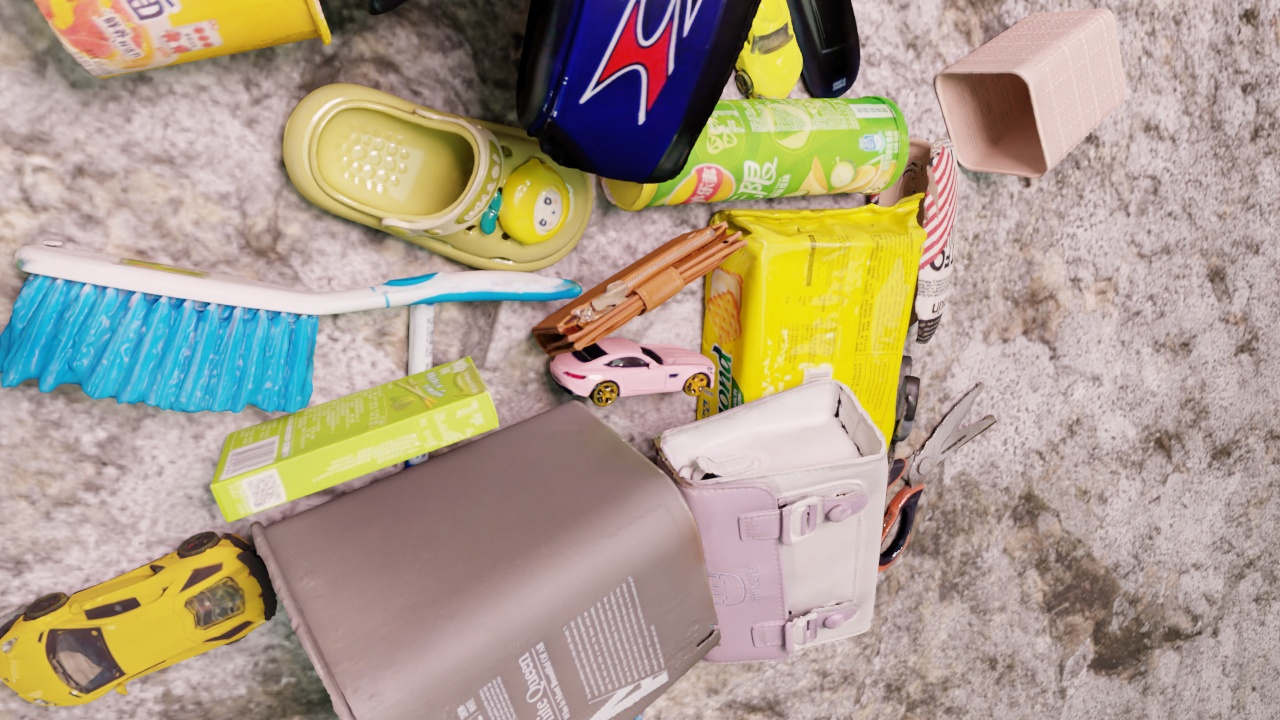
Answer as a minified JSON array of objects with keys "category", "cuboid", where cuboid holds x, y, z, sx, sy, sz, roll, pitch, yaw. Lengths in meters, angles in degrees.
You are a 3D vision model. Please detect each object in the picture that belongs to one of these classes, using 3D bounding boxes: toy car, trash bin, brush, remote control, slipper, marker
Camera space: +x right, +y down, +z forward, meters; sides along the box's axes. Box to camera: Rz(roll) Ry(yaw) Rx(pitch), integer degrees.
[{"category":"toy car","cuboid":[-0.300,0.159,0.552,0.155,0.041,0.071,-20,114,-19]},{"category":"trash bin","cuboid":[-0.085,0.156,0.570,0.219,0.199,0.199,-28,128,-21]},{"category":"brush","cuboid":[-0.188,-0.020,0.533,0.314,0.060,0.109,9,97,-25]},{"category":"remote control","cuboid":[0.126,-0.249,0.646,0.053,0.024,0.136,-33,119,-14]},{"category":"toy car","cuboid":[0.083,-0.227,0.627,0.048,0.032,0.105,-33,121,-15]},{"category":"slipper","cuboid":[-0.110,-0.101,0.541,0.190,0.081,0.092,13,103,-28]},{"category":"toy car","cuboid":[-0.004,0.004,0.647,0.122,0.056,0.037,-4,114,-26]},{"category":"marker","cuboid":[-0.145,0.024,0.601,0.016,0.017,0.146,-3,108,-27]}]

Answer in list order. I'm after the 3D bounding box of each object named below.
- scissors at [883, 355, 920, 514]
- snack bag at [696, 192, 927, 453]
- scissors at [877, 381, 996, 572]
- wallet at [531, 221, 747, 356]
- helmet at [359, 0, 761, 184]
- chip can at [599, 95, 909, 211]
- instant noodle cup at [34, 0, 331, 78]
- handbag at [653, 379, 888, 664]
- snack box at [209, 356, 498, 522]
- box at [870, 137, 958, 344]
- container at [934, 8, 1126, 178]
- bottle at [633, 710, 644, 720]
[{"category":"scissors","cuboid":[0.207,0.073,0.759,0.014,0.159,0.181,11,141,9]},{"category":"snack bag","cuboid":[0.127,-0.003,0.692,0.158,0.068,0.247,-4,112,-16]},{"category":"scissors","cuboid":[0.242,0.112,0.839,0.189,0.015,0.222,7,103,-29]},{"category":"wallet","cuboid":[-0.004,-0.047,0.601,0.131,0.108,0.031,-34,100,-14]},{"category":"helmet","cuboid":[-0.056,-0.259,0.420,0.240,0.247,0.316,12,105,-12]},{"category":"chip can","cuboid":[0.084,-0.145,0.632,0.221,0.072,0.073,-8,111,-25]},{"category":"instant noodle cup","cuboid":[-0.222,-0.200,0.422,0.109,0.138,0.138,-22,116,-12]},{"category":"handbag","cuboid":[0.094,0.125,0.654,0.145,0.098,0.197,-13,128,-5]},{"category":"snack box","cuboid":[-0.166,0.042,0.543,0.156,0.086,0.026,-19,110,-12]},{"category":"box","cuboid":[0.212,-0.097,0.739,0.074,0.081,0.164,-31,123,-52]},{"category":"container","cuboid":[0.311,-0.213,0.721,0.110,0.090,0.090,-37,120,-16]},{"category":"bottle","cuboid":[-0.014,0.231,0.712,0.065,0.065,0.219,10,102,-30]}]
